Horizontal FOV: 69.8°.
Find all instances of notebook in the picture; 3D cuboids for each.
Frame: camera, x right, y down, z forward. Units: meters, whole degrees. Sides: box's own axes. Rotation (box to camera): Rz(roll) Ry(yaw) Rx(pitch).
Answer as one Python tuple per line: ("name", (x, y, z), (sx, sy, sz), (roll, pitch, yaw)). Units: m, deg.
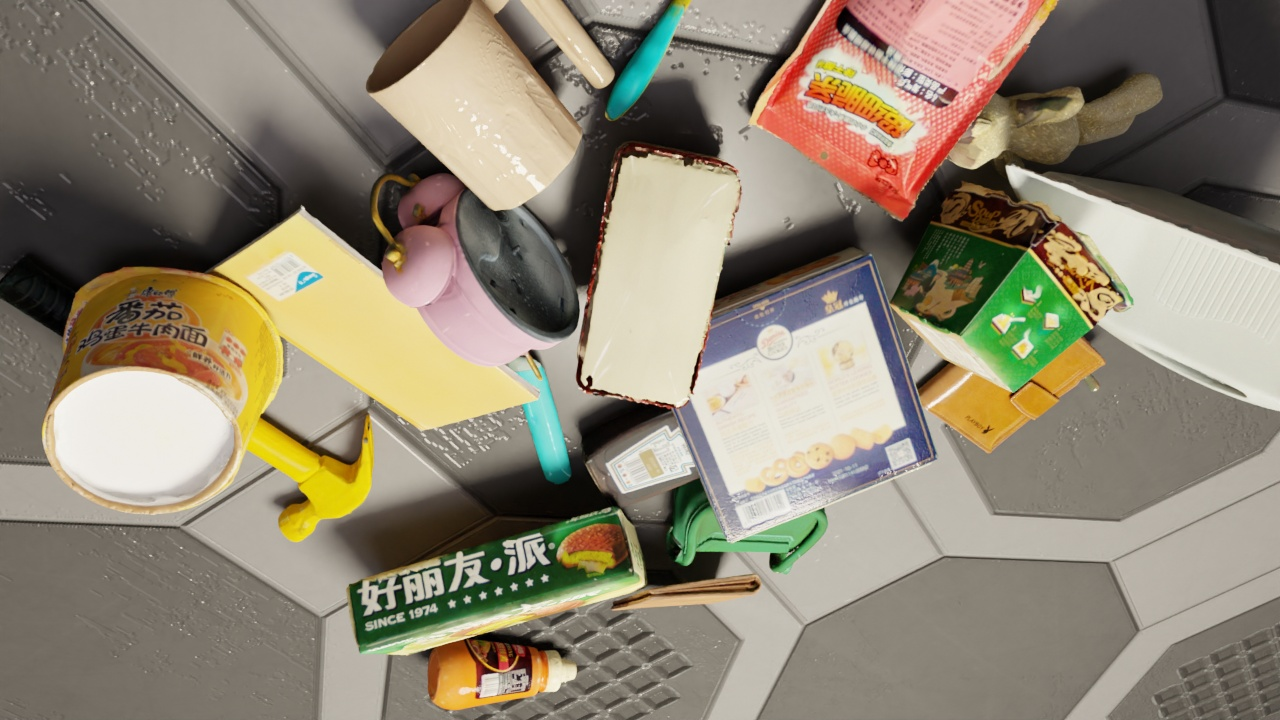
("notebook", (-0.188, -0.016, 0.642), (0.146, 0.010, 0.206), (-16, 135, 41))

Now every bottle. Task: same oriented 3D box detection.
("bottle", (0.051, 0.058, 0.768), (0.195, 0.044, 0.080), (-23, 124, 6))
("bottle", (-0.135, 0.312, 0.919), (0.149, 0.066, 0.067), (7, 126, -24))

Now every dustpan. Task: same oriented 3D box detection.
("dustpan", (0.383, -0.033, 0.645), (0.257, 0.223, 0.143), (-9, 124, -42))

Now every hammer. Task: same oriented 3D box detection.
("hammer", (-0.323, 0.030, 0.680), (0.129, 0.032, 0.300), (-35, 126, 15))

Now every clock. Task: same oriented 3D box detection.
("clock", (-0.111, -0.062, 0.601), (0.060, 0.117, 0.158), (-29, 129, 25))

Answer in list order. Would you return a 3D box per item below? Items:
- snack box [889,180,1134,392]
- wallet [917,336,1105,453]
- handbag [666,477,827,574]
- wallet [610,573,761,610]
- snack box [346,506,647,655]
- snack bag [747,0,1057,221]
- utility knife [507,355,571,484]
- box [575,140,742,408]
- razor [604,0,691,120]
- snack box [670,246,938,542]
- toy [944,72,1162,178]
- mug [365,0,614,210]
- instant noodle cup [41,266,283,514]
("snack box", (0.255, -0.047, 0.662), (0.117, 0.118, 0.105), (37, 93, -31))
("wallet", (0.325, 0.016, 0.799), (0.119, 0.035, 0.131), (33, 116, -24))
("handbag", (0.094, 0.144, 0.826), (0.131, 0.068, 0.120), (3, 127, -13))
("wallet", (0.041, 0.221, 0.865), (0.115, 0.020, 0.101), (1, 160, -24))
("snack box", (-0.118, 0.195, 0.799), (0.240, 0.063, 0.114), (-16, 161, 1))
("snack bag", (0.174, -0.203, 0.573), (0.128, 0.073, 0.208), (33, 121, -1))
("utility knife", (-0.082, 0.050, 0.756), (0.029, 0.013, 0.151), (-10, 131, 0))
("box", (0.012, -0.055, 0.615), (0.091, 0.080, 0.168), (10, 108, -5))
("razor", (0.015, -0.207, 0.566), (0.043, 0.028, 0.133), (32, 114, -4))
("snack box", (0.117, 0.028, 0.714), (0.178, 0.045, 0.182), (-22, 106, 2))
("toy", (0.280, -0.168, 0.634), (0.157, 0.066, 0.105), (-11, 171, -7))
("mug", (-0.084, -0.169, 0.554), (0.124, 0.084, 0.103), (-50, 126, -6))
("instant noodle cup", (-0.307, 0.024, 0.589), (0.138, 0.109, 0.138), (-7, 121, -11))
